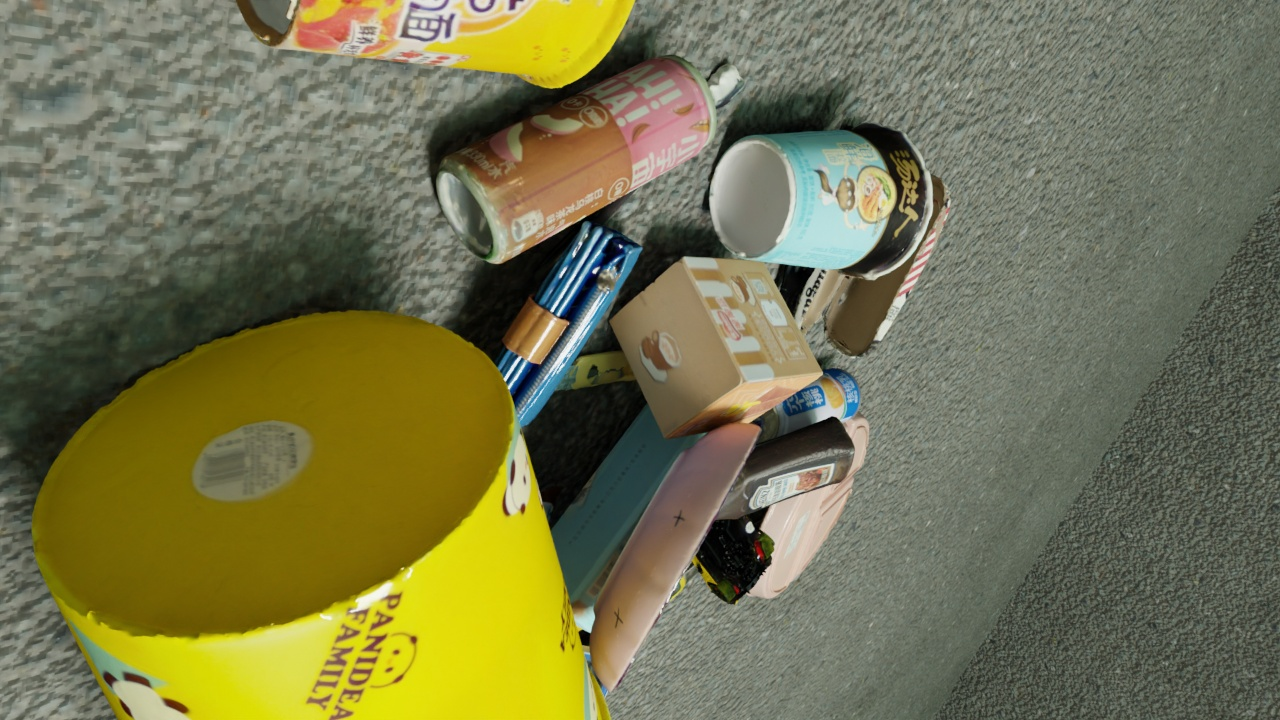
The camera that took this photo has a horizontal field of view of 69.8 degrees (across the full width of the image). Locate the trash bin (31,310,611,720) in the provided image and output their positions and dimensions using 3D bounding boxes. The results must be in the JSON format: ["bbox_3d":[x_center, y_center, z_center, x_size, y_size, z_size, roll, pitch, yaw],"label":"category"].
[{"bbox_3d":[-0.133,0.132,0.438,0.229,0.230,0.256,-30,136,-30],"label":"trash bin"}]

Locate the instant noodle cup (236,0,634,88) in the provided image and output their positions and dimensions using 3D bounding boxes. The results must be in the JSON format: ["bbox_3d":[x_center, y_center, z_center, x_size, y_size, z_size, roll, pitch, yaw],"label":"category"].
[{"bbox_3d":[-0.077,-0.162,0.309,0.109,0.138,0.138,-14,132,-33],"label":"instant noodle cup"}]

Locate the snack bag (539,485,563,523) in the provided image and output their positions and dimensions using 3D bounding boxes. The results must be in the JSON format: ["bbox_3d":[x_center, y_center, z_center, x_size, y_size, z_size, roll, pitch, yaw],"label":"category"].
[{"bbox_3d":[-0.090,0.134,0.658,0.045,0.026,0.105,4,116,-48],"label":"snack bag"}]

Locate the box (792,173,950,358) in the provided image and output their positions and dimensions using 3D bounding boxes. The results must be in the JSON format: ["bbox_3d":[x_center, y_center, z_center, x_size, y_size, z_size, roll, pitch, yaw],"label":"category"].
[{"bbox_3d":[0.175,-0.085,0.744,0.088,0.076,0.163,11,114,-30],"label":"box"}]

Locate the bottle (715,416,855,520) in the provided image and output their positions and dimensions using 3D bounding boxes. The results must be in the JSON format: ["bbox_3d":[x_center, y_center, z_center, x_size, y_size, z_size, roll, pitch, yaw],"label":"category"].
[{"bbox_3d":[0.080,0.104,0.760,0.194,0.044,0.080,-18,149,-11],"label":"bottle"}]

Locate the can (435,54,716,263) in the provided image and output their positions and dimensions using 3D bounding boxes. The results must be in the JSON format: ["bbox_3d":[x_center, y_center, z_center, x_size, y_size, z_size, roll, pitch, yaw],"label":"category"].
[{"bbox_3d":[-0.031,-0.106,0.476,0.147,0.058,0.058,-34,143,-26],"label":"can"}]

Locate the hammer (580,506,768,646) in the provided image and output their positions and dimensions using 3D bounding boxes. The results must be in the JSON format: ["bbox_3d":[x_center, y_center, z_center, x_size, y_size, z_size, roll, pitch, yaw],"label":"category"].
[{"bbox_3d":[0.023,0.222,0.872,0.322,0.032,0.126,-31,140,-29],"label":"hammer"}]

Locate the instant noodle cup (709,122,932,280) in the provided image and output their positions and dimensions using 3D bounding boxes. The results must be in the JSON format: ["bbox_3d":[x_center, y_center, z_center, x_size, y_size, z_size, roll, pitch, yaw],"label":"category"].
[{"bbox_3d":[0.114,-0.107,0.616,0.120,0.111,0.111,-7,126,-38],"label":"instant noodle cup"}]

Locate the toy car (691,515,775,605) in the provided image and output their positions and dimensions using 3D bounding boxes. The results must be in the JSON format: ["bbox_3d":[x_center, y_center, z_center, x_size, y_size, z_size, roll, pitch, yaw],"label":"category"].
[{"bbox_3d":[0.067,0.154,0.826,0.071,0.041,0.156,-44,119,-20],"label":"toy car"}]

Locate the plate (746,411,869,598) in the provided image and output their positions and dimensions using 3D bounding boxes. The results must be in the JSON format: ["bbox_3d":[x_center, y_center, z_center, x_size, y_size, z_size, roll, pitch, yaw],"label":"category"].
[{"bbox_3d":[0.180,0.152,0.964,0.228,0.028,0.230,-43,149,-34],"label":"plate"}]

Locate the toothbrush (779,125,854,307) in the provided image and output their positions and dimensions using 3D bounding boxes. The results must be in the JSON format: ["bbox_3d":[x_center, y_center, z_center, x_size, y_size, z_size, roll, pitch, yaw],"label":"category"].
[{"bbox_3d":[0.127,-0.080,0.722,0.026,0.027,0.213,-21,139,-60],"label":"toothbrush"}]

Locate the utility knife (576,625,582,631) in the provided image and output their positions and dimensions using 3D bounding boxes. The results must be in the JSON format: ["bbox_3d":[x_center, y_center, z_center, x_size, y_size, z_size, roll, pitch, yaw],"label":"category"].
[{"bbox_3d":[-0.005,0.188,0.819,0.208,0.015,0.033,-32,141,-27],"label":"utility knife"}]

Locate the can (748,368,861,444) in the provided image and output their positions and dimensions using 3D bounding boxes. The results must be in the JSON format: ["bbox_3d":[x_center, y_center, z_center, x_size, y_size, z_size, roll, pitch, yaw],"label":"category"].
[{"bbox_3d":[0.142,0.042,0.828,0.134,0.053,0.053,-11,129,-45],"label":"can"}]

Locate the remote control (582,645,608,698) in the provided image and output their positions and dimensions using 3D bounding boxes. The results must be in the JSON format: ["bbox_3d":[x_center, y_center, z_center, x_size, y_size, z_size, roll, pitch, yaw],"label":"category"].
[{"bbox_3d":[-0.071,0.257,0.763,0.124,0.024,0.049,24,93,-35],"label":"remote control"}]

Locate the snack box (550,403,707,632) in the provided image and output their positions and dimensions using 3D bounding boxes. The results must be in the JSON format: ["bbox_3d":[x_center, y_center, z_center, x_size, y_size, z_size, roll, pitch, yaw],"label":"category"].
[{"bbox_3d":[-0.011,0.114,0.688,0.174,0.052,0.074,-52,154,-15],"label":"snack box"}]

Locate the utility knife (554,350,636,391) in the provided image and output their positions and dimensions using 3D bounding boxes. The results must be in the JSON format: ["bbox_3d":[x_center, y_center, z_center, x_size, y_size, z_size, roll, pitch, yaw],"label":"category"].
[{"bbox_3d":[-0.004,0.004,0.656,0.167,0.018,0.031,-5,118,-43],"label":"utility knife"}]

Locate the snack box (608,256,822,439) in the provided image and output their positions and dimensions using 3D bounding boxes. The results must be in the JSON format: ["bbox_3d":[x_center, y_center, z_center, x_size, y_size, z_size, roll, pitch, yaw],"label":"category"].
[{"bbox_3d":[0.050,-0.009,0.613,0.094,0.092,0.077,-5,154,-49],"label":"snack box"}]

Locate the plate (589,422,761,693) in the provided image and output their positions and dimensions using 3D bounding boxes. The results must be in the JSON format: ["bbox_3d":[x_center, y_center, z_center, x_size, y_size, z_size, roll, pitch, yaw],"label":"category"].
[{"bbox_3d":[0.016,0.119,0.595,0.192,0.039,0.192,-59,172,-13],"label":"plate"}]

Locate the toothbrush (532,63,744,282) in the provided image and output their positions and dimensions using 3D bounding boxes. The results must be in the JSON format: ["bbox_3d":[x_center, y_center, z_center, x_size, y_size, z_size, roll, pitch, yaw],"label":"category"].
[{"bbox_3d":[-0.001,-0.112,0.546,0.181,0.016,0.018,-47,140,-9],"label":"toothbrush"}]

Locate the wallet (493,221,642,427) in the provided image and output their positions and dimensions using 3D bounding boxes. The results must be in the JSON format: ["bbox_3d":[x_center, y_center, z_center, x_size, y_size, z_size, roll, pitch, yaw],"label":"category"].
[{"bbox_3d":[-0.048,-0.018,0.529,0.133,0.040,0.106,-57,177,9],"label":"wallet"}]
